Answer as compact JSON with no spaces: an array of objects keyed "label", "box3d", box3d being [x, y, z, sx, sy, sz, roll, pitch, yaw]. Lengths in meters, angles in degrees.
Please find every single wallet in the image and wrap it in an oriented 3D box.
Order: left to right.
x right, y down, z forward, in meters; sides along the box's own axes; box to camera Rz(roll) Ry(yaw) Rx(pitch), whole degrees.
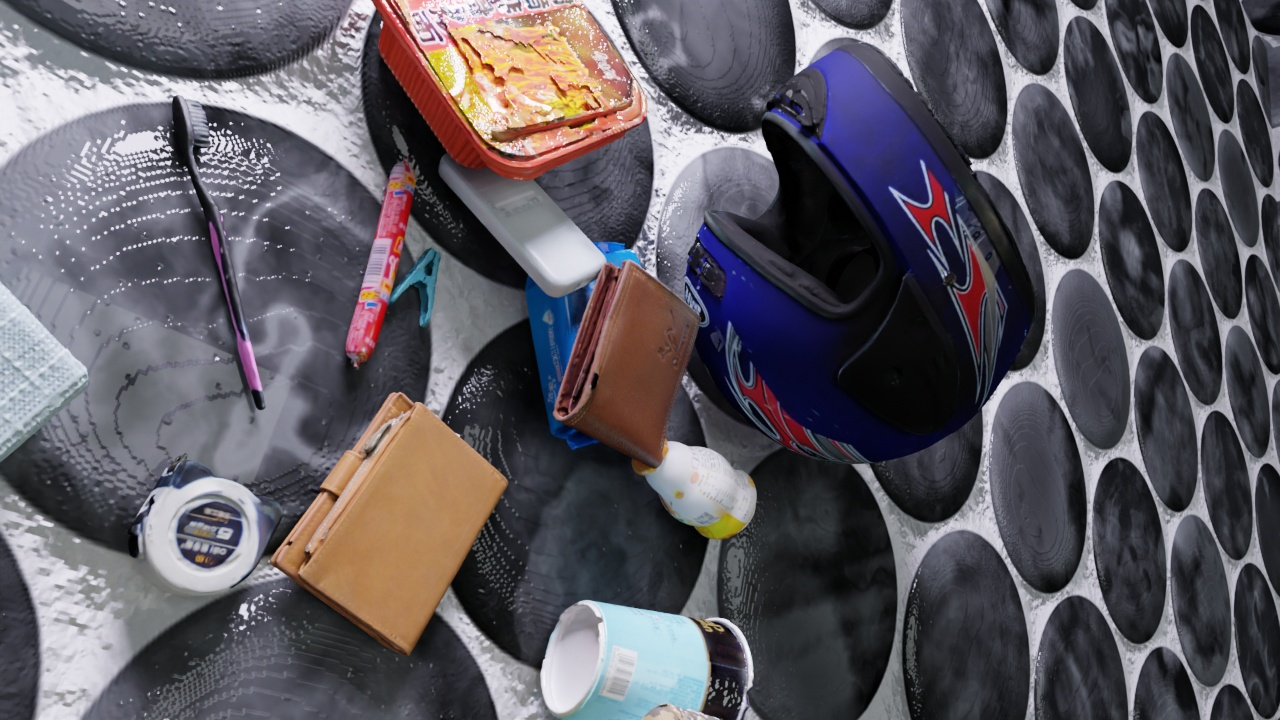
[{"label":"wallet","box3d":[-0.151,0.100,0.577,0.108,0.031,0.131,47,53,-28]},{"label":"wallet","box3d":[-0.004,0.004,0.652,0.101,0.032,0.124,31,71,-45]}]

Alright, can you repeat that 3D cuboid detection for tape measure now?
[{"label":"tape measure","box3d":[-0.238,0.094,0.497,0.065,0.034,0.065,39,55,-28]}]

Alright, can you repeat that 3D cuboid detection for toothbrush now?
[{"label":"toothbrush","box3d":[-0.244,-0.063,0.539,0.017,0.014,0.189,-17,93,-55]}]

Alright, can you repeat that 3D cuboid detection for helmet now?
[{"label":"helmet","box3d":[0.152,-0.058,0.739,0.240,0.247,0.315,-36,119,5]}]

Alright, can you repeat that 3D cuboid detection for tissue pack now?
[{"label":"tissue pack","box3d":[-0.036,-0.016,0.691,0.094,0.052,0.157,-7,86,-45]}]

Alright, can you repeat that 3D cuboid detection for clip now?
[{"label":"clip","box3d":[-0.150,-0.053,0.622,0.034,0.013,0.054,37,61,-32]}]

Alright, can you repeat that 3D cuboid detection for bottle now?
[{"label":"bottle","box3d":[0.042,0.097,0.730,0.108,0.063,0.063,37,59,-32]}]

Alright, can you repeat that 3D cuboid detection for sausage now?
[{"label":"sausage","box3d":[-0.168,-0.067,0.602,0.020,0.020,0.155,23,66,-37]}]

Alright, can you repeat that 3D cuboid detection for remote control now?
[{"label":"remote control","box3d":[-0.084,-0.101,0.648,0.136,0.020,0.055,47,49,12]}]

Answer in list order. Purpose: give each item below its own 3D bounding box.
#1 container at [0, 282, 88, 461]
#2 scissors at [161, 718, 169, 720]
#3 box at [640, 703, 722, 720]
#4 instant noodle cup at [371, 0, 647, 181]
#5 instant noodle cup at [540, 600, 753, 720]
[{"label":"container","box3d":[-0.322,-0.002,0.405,0.111,0.090,0.089,52,52,-25]},{"label":"scissors","box3d":[-0.303,0.236,0.377,0.221,0.022,0.233,51,51,-27]},{"label":"box","box3d":[-0.006,0.306,0.589,0.089,0.061,0.184,29,106,-34]},{"label":"instant noodle cup","box3d":[-0.098,-0.210,0.640,0.164,0.079,0.189,-34,89,-41]},{"label":"instant noodle cup","box3d":[-0.002,0.222,0.646,0.120,0.111,0.111,24,65,-27]}]
